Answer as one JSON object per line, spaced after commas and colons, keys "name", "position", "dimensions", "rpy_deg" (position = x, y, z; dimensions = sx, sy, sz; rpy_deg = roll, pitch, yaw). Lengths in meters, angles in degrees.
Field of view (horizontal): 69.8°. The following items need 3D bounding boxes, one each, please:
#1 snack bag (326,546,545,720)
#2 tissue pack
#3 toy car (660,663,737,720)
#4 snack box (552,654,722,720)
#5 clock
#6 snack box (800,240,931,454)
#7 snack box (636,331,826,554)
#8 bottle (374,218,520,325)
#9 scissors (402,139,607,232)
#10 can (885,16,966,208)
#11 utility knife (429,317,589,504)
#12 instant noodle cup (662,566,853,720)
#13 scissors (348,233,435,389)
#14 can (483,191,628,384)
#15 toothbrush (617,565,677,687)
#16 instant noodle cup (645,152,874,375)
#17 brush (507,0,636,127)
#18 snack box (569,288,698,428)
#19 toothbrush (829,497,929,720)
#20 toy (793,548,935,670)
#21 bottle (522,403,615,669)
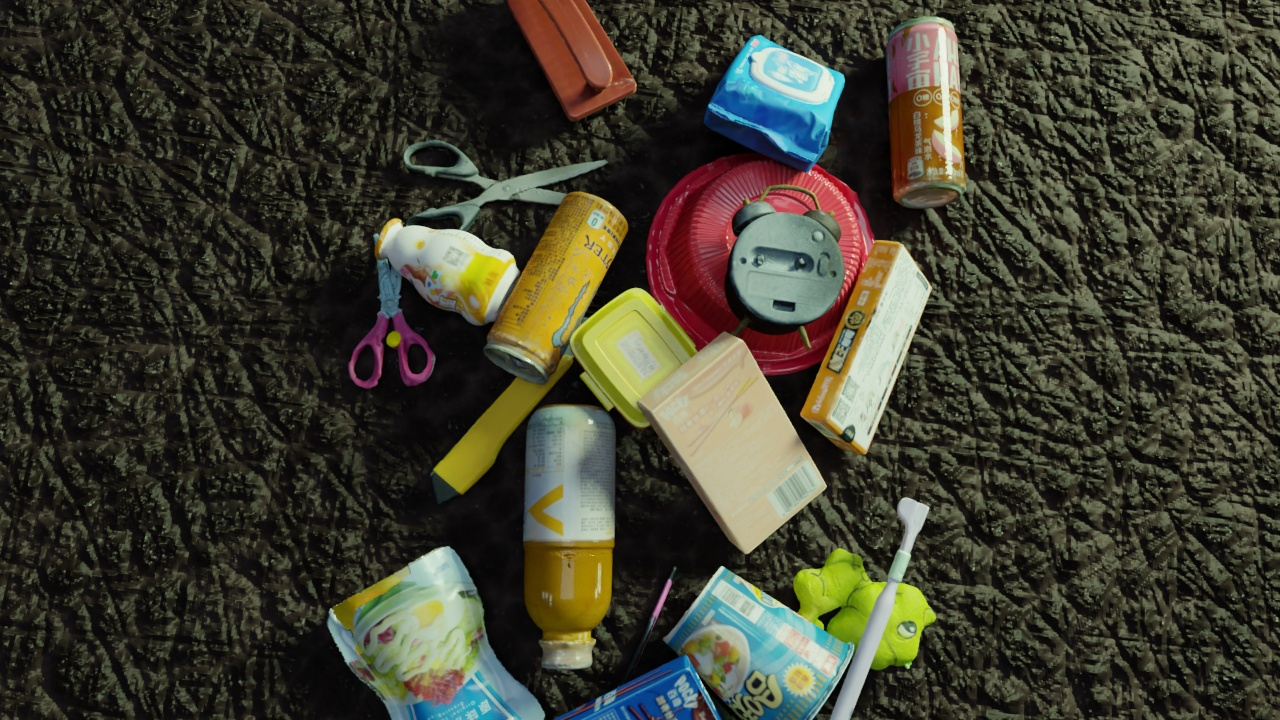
{"name": "snack bag", "position": [-0.142, 0.243, 0.672], "dimensions": [0.110, 0.039, 0.191], "rpy_deg": [-28, 85, -13]}
{"name": "tissue pack", "position": [0.110, -0.209, 0.726], "dimensions": [0.095, 0.052, 0.156], "rpy_deg": [24, 39, 2]}
{"name": "toy car", "position": [0.040, 0.263, 0.675], "dimensions": [0.042, 0.035, 0.090], "rpy_deg": [-44, 86, -11]}
{"name": "snack box", "position": [-0.016, 0.279, 0.640], "dimensions": [0.157, 0.026, 0.084], "rpy_deg": [-28, 95, 4]}
{"name": "clock", "position": [0.103, -0.072, 0.665], "dimensions": [0.082, 0.055, 0.121], "rpy_deg": [8, 78, 0]}
{"name": "snack box", "position": [0.179, -0.010, 0.714], "dimensions": [0.026, 0.075, 0.153], "rpy_deg": [15, 76, 41]}
{"name": "snack box", "position": [0.071, 0.063, 0.676], "dimensions": [0.084, 0.026, 0.157], "rpy_deg": [-38, 119, -9]}
{"name": "bottle", "position": [-0.151, -0.073, 0.715], "dimensions": [0.108, 0.063, 0.063], "rpy_deg": [26, 79, 2]}
{"name": "scissors", "position": [-0.119, -0.139, 0.757], "dimensions": [0.159, 0.014, 0.170], "rpy_deg": [40, 79, 3]}
{"name": "can", "position": [0.235, -0.204, 0.760], "dimensions": [0.058, 0.058, 0.147], "rpy_deg": [1, 79, -3]}
{"name": "utility knife", "position": [-0.096, 0.036, 0.722], "dimensions": [0.033, 0.015, 0.192], "rpy_deg": [41, 80, 5]}
{"name": "instant noodle cup", "position": [0.080, 0.209, 0.662], "dimensions": [0.110, 0.099, 0.099], "rpy_deg": [38, 80, 12]}
{"name": "scissors", "position": [-0.210, -0.040, 0.734], "dimensions": [0.077, 0.017, 0.137], "rpy_deg": [-16, 76, 3]}
{"name": "can", "position": [-0.064, -0.058, 0.711], "dimensions": [0.058, 0.058, 0.145], "rpy_deg": [25, 73, 2]}
{"name": "toothbrush", "position": [-0.014, 0.241, 0.689], "dimensions": [0.018, 0.014, 0.189], "rpy_deg": [22, 78, 14]}
{"name": "instant noodle cup", "position": [0.102, -0.088, 0.730], "dimensions": [0.194, 0.066, 0.193], "rpy_deg": [1, 78, -3]}
{"name": "brush", "position": [-0.063, -0.271, 0.754], "dimensions": [0.063, 0.069, 0.146], "rpy_deg": [-28, 82, -8]}
{"name": "snack box", "position": [-0.004, 0.004, 0.699], "dimensions": [0.082, 0.080, 0.091], "rpy_deg": [-38, 83, -10]}
{"name": "toothbrush", "position": [0.170, 0.192, 0.671], "dimensions": [0.029, 0.021, 0.189], "rpy_deg": [25, 83, -23]}
{"name": "toy", "position": [0.167, 0.192, 0.697], "dimensions": [0.096, 0.031, 0.100], "rpy_deg": [-30, 79, -2]}
{"name": "bottle", "position": [-0.053, 0.129, 0.680], "dimensions": [0.068, 0.068, 0.189], "rpy_deg": [1, 79, -3]}
